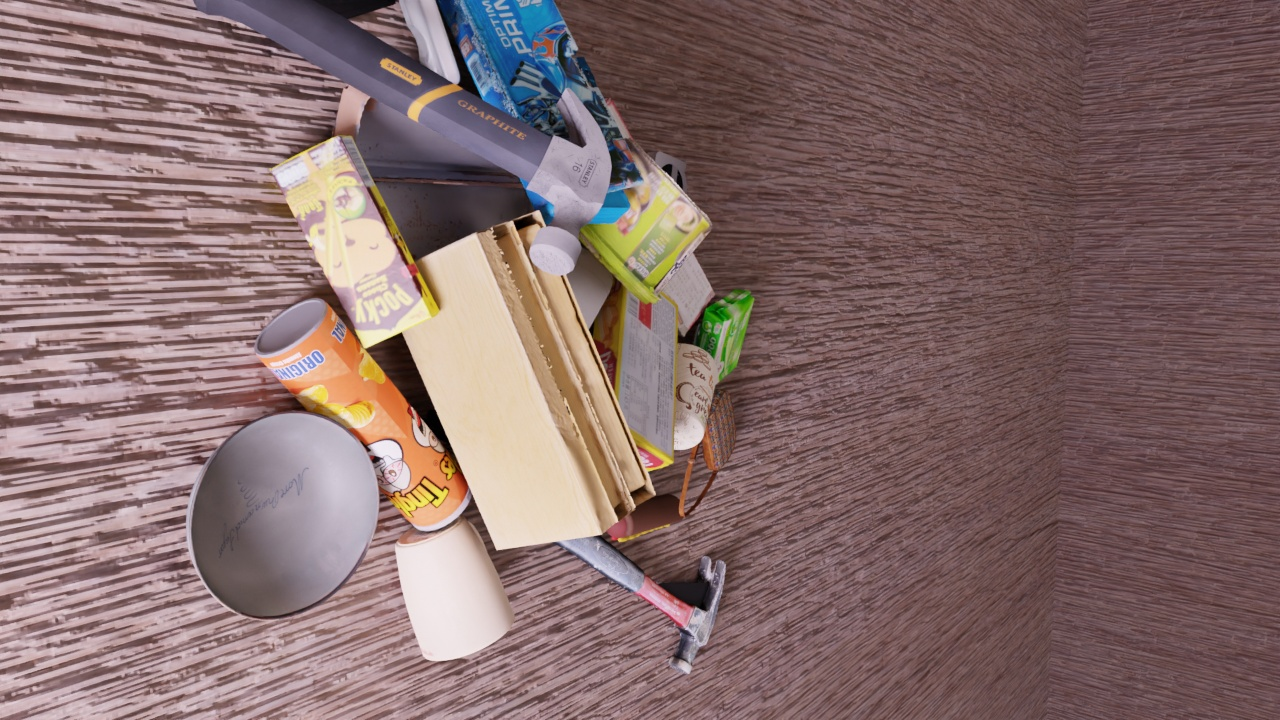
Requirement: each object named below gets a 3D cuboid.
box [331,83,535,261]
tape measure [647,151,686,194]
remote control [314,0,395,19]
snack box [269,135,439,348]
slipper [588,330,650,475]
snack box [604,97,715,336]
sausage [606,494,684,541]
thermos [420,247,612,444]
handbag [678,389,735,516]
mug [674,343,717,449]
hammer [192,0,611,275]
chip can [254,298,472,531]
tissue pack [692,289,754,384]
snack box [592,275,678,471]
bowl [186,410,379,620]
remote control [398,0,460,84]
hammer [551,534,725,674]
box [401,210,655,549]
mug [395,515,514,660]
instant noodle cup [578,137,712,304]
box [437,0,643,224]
[{"bbox_3d":[-0.163,-0.153,0.786,0.216,0.063,0.157,-11,111,-50],"label":"box"},{"bbox_3d":[0.028,-0.201,1.038,0.064,0.017,0.065,8,88,-51],"label":"tape measure"},{"bbox_3d":[-0.239,-0.278,0.703,0.124,0.010,0.039,-34,120,-44],"label":"remote control"},{"bbox_3d":[-0.213,-0.088,0.689,0.025,0.061,0.149,-77,143,-77],"label":"snack box"},{"bbox_3d":[-0.037,0.068,0.960,0.103,0.059,0.214,-47,130,-34],"label":"slipper"},{"bbox_3d":[-0.003,-0.146,0.988,0.076,0.044,0.273,-54,132,-25],"label":"snack box"},{"bbox_3d":[0.004,0.172,1.010,0.155,0.040,0.040,6,90,-65],"label":"sausage"},{"bbox_3d":[-0.112,-0.011,0.854,0.101,0.069,0.229,42,63,-33],"label":"thermos"},{"bbox_3d":[0.068,0.116,1.077,0.195,0.043,0.094,-61,146,-51],"label":"handbag"},{"bbox_3d":[0.034,0.056,1.022,0.081,0.122,0.097,21,42,-12],"label":"mug"},{"bbox_3d":[-0.165,-0.189,0.660,0.312,0.035,0.139,27,63,-14],"label":"hammer"},{"bbox_3d":[-0.214,0.049,0.733,0.062,0.062,0.210,-56,133,-31],"label":"chip can"},{"bbox_3d":[0.096,-0.024,1.101,0.099,0.034,0.114,-34,142,-54],"label":"tissue pack"},{"bbox_3d":[-0.006,0.005,0.929,0.092,0.042,0.200,36,44,-39],"label":"snack box"},{"bbox_3d":[-0.271,0.109,0.675,0.150,0.057,0.151,-9,102,-49],"label":"bowl"},{"bbox_3d":[-0.182,-0.288,0.744,0.022,0.050,0.133,-25,116,-19],"label":"remote control"},{"bbox_3d":[0.000,0.243,1.047,0.326,0.036,0.140,46,61,-43],"label":"hammer"},{"bbox_3d":[-0.087,0.014,0.753,0.148,0.141,0.249,-29,101,-40],"label":"box"},{"bbox_3d":[-0.163,0.189,0.810,0.111,0.085,0.104,-53,126,-71],"label":"mug"},{"bbox_3d":[-0.005,-0.134,0.860,0.098,0.146,0.146,-43,136,7],"label":"instant noodle cup"},{"bbox_3d":[-0.085,-0.230,0.765,0.090,0.066,0.243,-10,70,-49],"label":"box"}]
